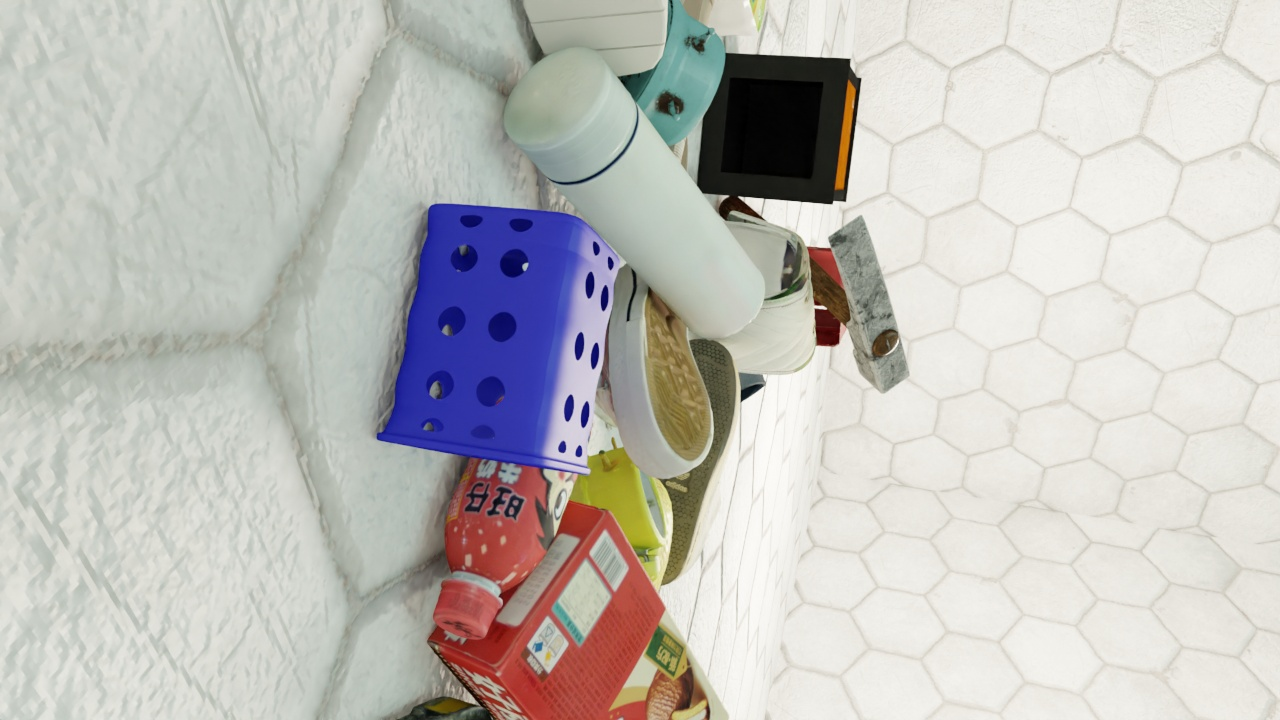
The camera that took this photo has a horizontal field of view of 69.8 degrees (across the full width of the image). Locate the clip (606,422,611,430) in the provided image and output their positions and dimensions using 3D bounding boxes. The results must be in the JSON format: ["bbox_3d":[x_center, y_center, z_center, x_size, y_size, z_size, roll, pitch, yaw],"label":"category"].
[{"bbox_3d":[-0.004,0.005,0.760,0.054,0.044,0.101,93,10,-68],"label":"clip"}]

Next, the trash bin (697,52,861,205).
[{"bbox_3d":[0.155,-0.247,0.996,0.171,0.140,0.140,-32,128,-70],"label":"trash bin"}]

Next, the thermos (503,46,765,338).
[{"bbox_3d":[0.006,-0.092,0.569,0.230,0.068,0.067,41,57,-50],"label":"thermos"}]

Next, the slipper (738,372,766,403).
[{"bbox_3d":[0.098,0.036,1.051,0.101,0.082,0.263,29,71,-71],"label":"slipper"}]

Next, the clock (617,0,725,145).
[{"bbox_3d":[0.004,-0.181,0.584,0.090,0.053,0.124,-67,-154,4],"label":"clock"}]

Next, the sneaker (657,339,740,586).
[{"bbox_3d":[0.052,0.103,0.897,0.102,0.089,0.241,36,68,-63],"label":"sneaker"}]

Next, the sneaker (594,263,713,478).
[{"bbox_3d":[-0.012,0.005,0.632,0.118,0.088,0.240,53,16,-24],"label":"sneaker"}]

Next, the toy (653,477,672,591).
[{"bbox_3d":[-0.014,0.179,0.765,0.155,0.064,0.170,58,46,-86],"label":"toy"}]

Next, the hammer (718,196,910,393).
[{"bbox_3d":[0.153,-0.121,0.939,0.300,0.037,0.218,52,-5,45],"label":"hammer"}]

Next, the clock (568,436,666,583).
[{"bbox_3d":[-0.014,0.115,0.650,0.083,0.057,0.119,-65,138,-81],"label":"clock"}]

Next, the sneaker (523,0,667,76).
[{"bbox_3d":[-0.030,-0.260,0.449,0.237,0.090,0.104,67,25,-59],"label":"sneaker"}]

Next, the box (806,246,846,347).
[{"bbox_3d":[0.184,-0.089,1.161,0.137,0.157,0.127,-25,117,-74],"label":"box"}]

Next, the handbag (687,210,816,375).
[{"bbox_3d":[0.103,-0.060,0.910,0.198,0.142,0.096,65,35,-65],"label":"handbag"}]

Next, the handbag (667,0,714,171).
[{"bbox_3d":[0.021,-0.169,0.734,0.198,0.062,0.175,56,43,-75],"label":"handbag"}]

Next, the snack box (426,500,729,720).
[{"bbox_3d":[-0.025,0.204,0.575,0.112,0.060,0.236,-54,133,-33],"label":"snack box"}]

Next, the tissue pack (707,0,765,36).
[{"bbox_3d":[0.097,-0.367,0.726,0.120,0.141,0.197,2,96,-74],"label":"tissue pack"}]

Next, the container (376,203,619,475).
[{"bbox_3d":[-0.064,-0.009,0.445,0.084,0.085,0.113,37,61,-73],"label":"container"}]

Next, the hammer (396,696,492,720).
[{"bbox_3d":[-0.131,0.342,0.487,0.130,0.032,0.318,27,72,-74],"label":"hammer"}]

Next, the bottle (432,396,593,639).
[{"bbox_3d":[-0.073,0.082,0.500,0.062,0.062,0.137,78,25,-51],"label":"bottle"}]
